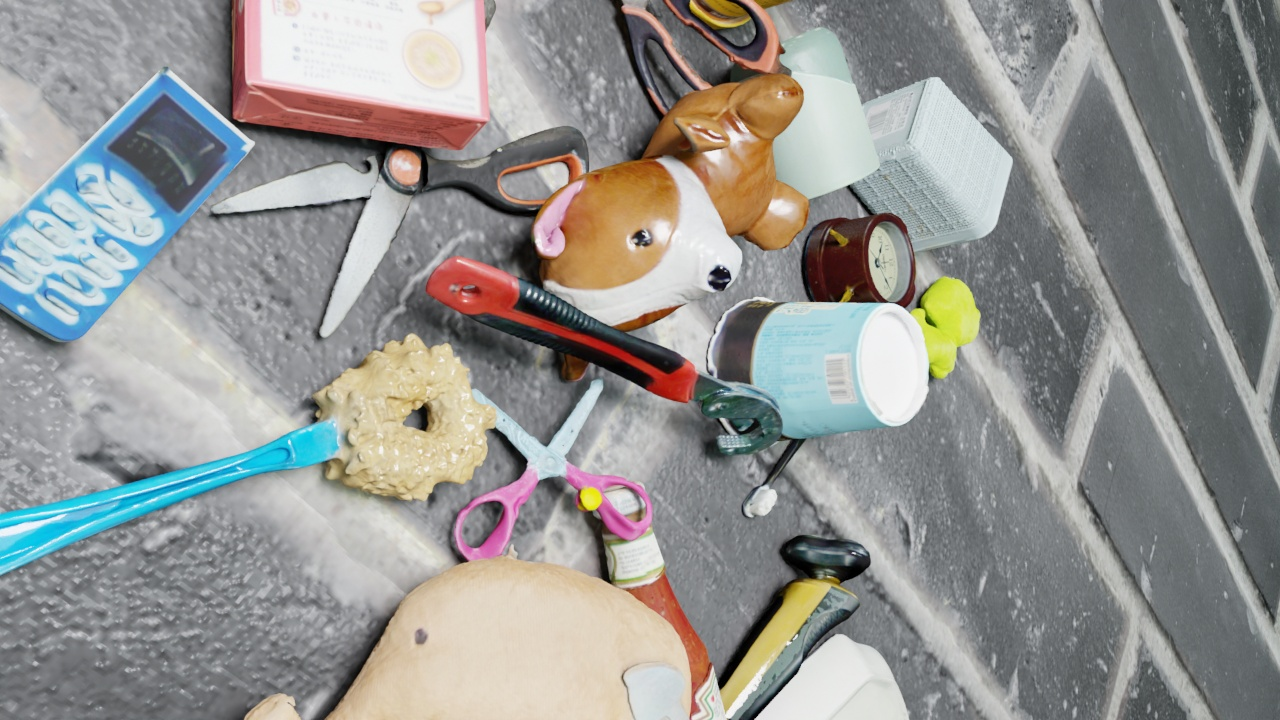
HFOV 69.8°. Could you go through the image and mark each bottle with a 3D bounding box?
[{"bbox_3d":[0.010,0.176,0.556,0.059,0.060,0.206,-15,90,-41],"label":"bottle"}]

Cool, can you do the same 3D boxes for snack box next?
[{"bbox_3d":[-0.136,-0.175,0.447,0.113,0.044,0.127,2,80,-30],"label":"snack box"}]

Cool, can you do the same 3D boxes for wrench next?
[{"bbox_3d":[-0.003,0.003,0.528,0.273,0.056,0.016,28,38,-40],"label":"wrench"}]

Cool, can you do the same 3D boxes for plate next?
[{"bbox_3d":[0.122,0.312,0.657,0.264,0.034,0.162,-24,102,-40],"label":"plate"}]

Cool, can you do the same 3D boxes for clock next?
[{"bbox_3d":[0.182,-0.076,0.727,0.121,0.055,0.082,-10,93,-43],"label":"clock"}]

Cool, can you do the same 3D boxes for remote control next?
[{"bbox_3d":[-0.223,-0.067,0.392,0.049,0.024,0.124,45,60,-29],"label":"remote control"}]

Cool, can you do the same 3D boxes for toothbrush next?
[{"bbox_3d":[0.128,0.053,0.696,0.180,0.018,0.015,-49,114,-34],"label":"toothbrush"}]

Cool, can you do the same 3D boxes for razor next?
[{"bbox_3d":[0.098,0.188,0.641,0.067,0.062,0.167,43,61,5],"label":"razor"}]

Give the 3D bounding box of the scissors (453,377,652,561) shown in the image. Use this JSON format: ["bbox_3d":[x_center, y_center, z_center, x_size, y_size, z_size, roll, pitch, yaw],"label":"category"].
[{"bbox_3d":[-0.052,0.064,0.518,0.133,0.017,0.134,43,65,-9],"label":"scissors"}]

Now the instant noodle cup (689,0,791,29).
[{"bbox_3d":[0.084,-0.288,0.607,0.118,0.115,0.118,-10,105,-42],"label":"instant noodle cup"}]

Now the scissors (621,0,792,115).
[{"bbox_3d":[0.012,-0.243,0.583,0.015,0.199,0.205,-85,176,-64],"label":"scissors"}]

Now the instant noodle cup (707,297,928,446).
[{"bbox_3d":[0.126,0.005,0.627,0.111,0.121,0.111,4,84,-41],"label":"instant noodle cup"}]

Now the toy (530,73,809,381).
[{"bbox_3d":[0.020,-0.080,0.546,0.199,0.130,0.140,-35,134,-24],"label":"toy"}]

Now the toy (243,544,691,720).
[{"bbox_3d":[-0.077,0.166,0.463,0.225,0.083,0.143,17,69,-24],"label":"toy"}]

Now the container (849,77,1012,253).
[{"bbox_3d":[0.233,-0.162,0.757,0.111,0.090,0.090,37,63,-30],"label":"container"}]

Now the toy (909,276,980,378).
[{"bbox_3d":[0.271,-0.034,0.817,0.096,0.031,0.100,28,69,-34],"label":"toy"}]

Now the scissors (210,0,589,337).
[{"bbox_3d":[-0.110,-0.113,0.496,0.227,0.022,0.220,11,79,-41],"label":"scissors"}]

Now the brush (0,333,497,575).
[{"bbox_3d":[-0.179,0.049,0.416,0.254,0.046,0.083,-18,97,-36],"label":"brush"}]

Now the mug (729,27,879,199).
[{"bbox_3d":[0.103,-0.169,0.656,0.111,0.082,0.106,-25,105,-10],"label":"mug"}]
